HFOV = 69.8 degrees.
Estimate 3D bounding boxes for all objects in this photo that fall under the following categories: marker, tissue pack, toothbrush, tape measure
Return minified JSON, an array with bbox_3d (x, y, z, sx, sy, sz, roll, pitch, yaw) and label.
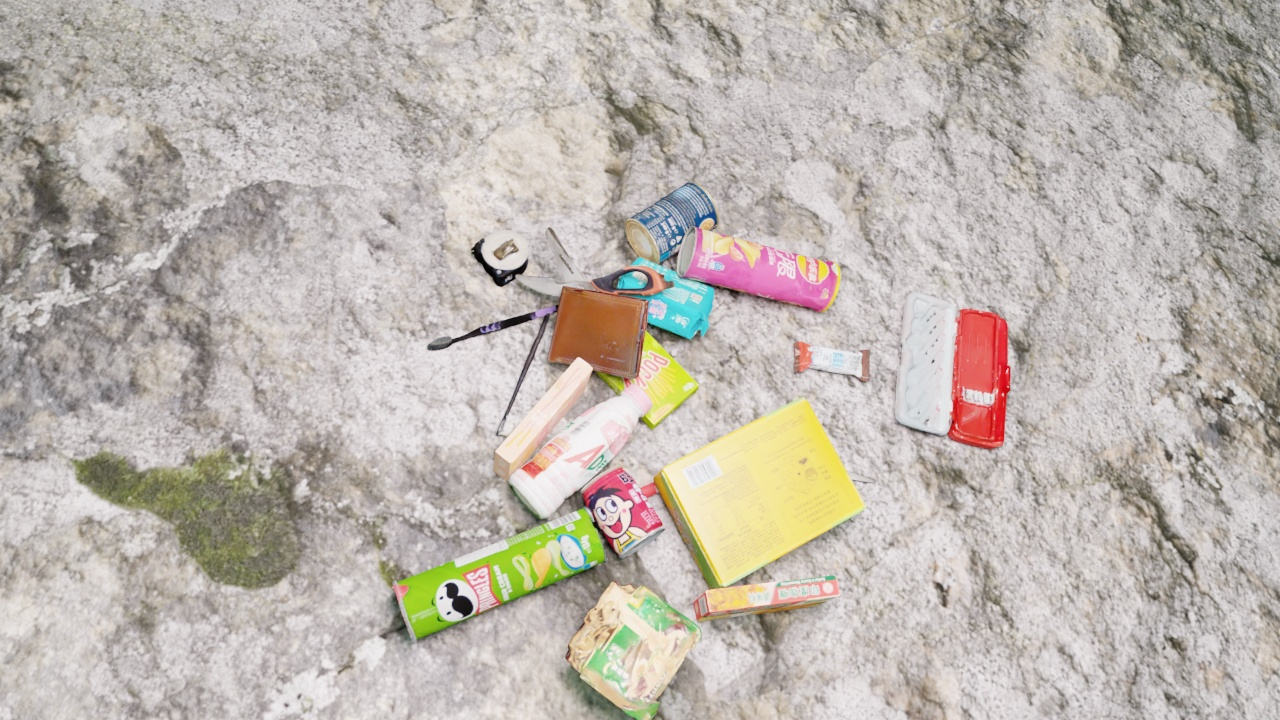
[{"bbox_3d":[0.057,0.141,1.151,0.145,0.017,0.017,-23,72,-17],"label":"marker"},{"bbox_3d":[0.034,-0.081,1.208,0.133,0.050,0.093,23,30,4],"label":"tissue pack"},{"bbox_3d":[-0.187,-0.046,1.198,0.188,0.017,0.014,-18,70,-17],"label":"toothbrush"},{"bbox_3d":[-0.146,0.016,1.177,0.018,0.016,0.180,20,66,-6],"label":"toothbrush"},{"bbox_3d":[-0.183,-0.141,1.230,0.065,0.034,0.066,-37,78,-21],"label":"tape measure"}]

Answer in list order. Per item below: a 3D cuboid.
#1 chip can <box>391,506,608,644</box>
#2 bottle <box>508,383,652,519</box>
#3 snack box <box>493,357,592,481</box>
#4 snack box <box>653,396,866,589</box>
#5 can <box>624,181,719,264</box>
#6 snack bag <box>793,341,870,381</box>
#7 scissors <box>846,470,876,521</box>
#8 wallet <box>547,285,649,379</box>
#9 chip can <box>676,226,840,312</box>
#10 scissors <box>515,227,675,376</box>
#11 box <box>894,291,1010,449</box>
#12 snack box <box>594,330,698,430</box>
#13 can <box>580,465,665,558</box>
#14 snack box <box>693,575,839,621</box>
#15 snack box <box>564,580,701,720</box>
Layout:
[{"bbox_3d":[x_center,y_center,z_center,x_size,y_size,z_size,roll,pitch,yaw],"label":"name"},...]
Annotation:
[{"bbox_3d":[-0.158,0.241,1.046,0.235,0.072,0.072,-20,71,-16],"label":"chip can"},{"bbox_3d":[-0.067,0.105,1.114,0.196,0.068,0.068,-41,78,-18],"label":"bottle"},{"bbox_3d":[-0.119,0.072,1.118,0.026,0.085,0.157,37,67,5],"label":"snack box"},{"bbox_3d":[0.143,0.161,1.113,0.209,0.070,0.157,-25,80,-16],"label":"snack box"},{"bbox_3d":[0.042,-0.187,1.260,0.111,0.075,0.075,-35,75,-20],"label":"can"},{"bbox_3d":[0.258,0.001,1.236,0.104,0.026,0.048,6,72,-6],"label":"snack bag"},{"bbox_3d":[0.218,0.130,1.183,0.162,0.012,0.174,-7,69,-12],"label":"scissors"},{"bbox_3d":[-0.053,-0.035,1.143,0.125,0.032,0.101,12,99,21],"label":"wallet"},{"bbox_3d":[0.158,-0.121,1.229,0.210,0.072,0.071,12,65,-15],"label":"chip can"},{"bbox_3d":[-0.062,-0.076,1.170,0.226,0.015,0.189,3,93,21],"label":"scissors"},{"bbox_3d":[0.424,0.012,1.250,0.158,0.039,0.200,13,66,-1],"label":"box"},{"bbox_3d":[-0.007,0.007,1.195,0.085,0.026,0.156,-39,78,-20],"label":"snack box"},{"bbox_3d":[-0.022,0.180,1.095,0.066,0.067,0.093,-29,73,-19],"label":"can"},{"bbox_3d":[0.145,0.277,1.071,0.155,0.077,0.027,-4,67,-10],"label":"snack box"},{"bbox_3d":[-0.015,0.319,1.014,0.117,0.106,0.118,36,67,6],"label":"snack box"}]
